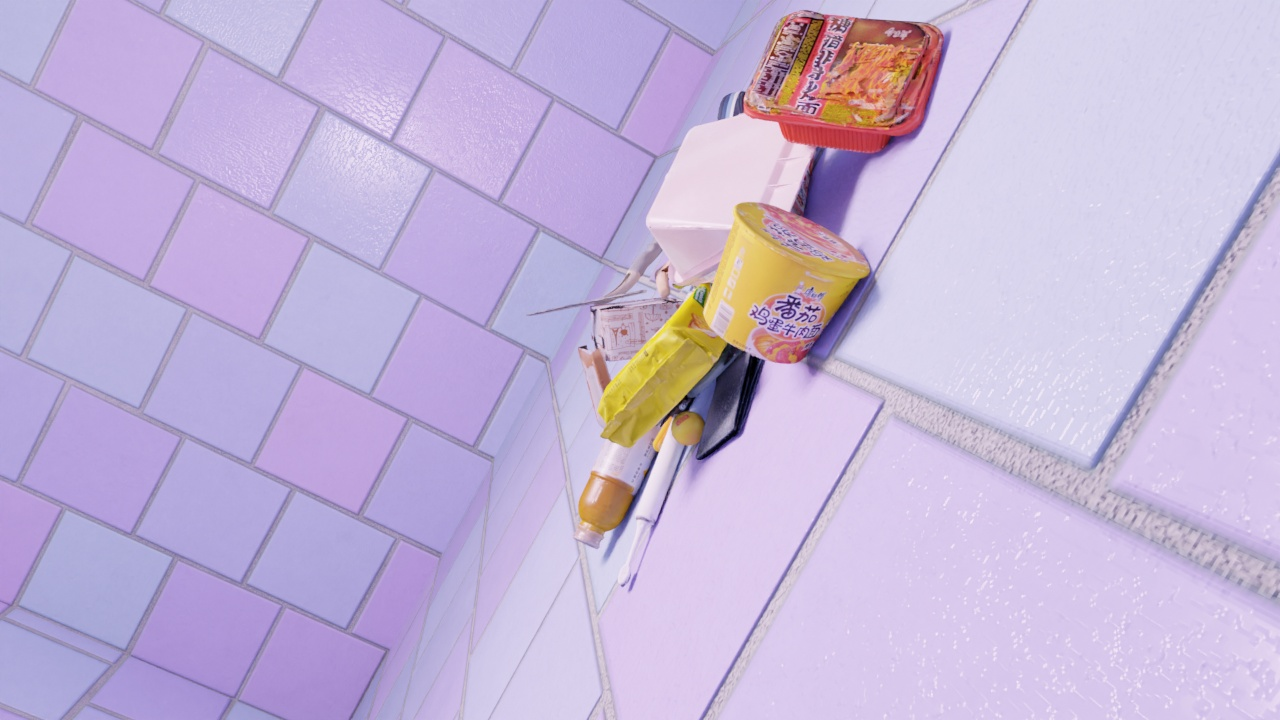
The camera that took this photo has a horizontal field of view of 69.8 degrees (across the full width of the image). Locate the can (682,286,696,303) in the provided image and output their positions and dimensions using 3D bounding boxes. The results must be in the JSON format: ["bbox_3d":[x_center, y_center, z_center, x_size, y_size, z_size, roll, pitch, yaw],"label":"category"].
[{"bbox_3d":[0.061,-0.026,1.261,0.147,0.058,0.058,-60,10,7],"label":"can"}]

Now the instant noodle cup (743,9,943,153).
[{"bbox_3d":[0.220,-0.294,0.984,0.079,0.189,0.164,67,-139,-55],"label":"instant noodle cup"}]

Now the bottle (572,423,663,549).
[{"bbox_3d":[-0.033,0.156,1.214,0.189,0.068,0.068,-64,11,-13],"label":"bottle"}]

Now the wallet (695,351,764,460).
[{"bbox_3d":[0.098,0.046,1.016,0.097,0.019,0.120,-49,17,57],"label":"wallet"}]

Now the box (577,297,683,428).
[{"bbox_3d":[-0.009,0.010,1.383,0.183,0.157,0.193,-145,47,-80],"label":"box"}]

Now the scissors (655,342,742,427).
[{"bbox_3d":[0.082,0.010,1.076,0.169,0.019,0.179,-48,3,-39],"label":"scissors"}]

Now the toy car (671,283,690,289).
[{"bbox_3d":[0.094,-0.155,1.510,0.105,0.032,0.048,-41,20,32],"label":"toy car"}]

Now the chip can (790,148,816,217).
[{"bbox_3d":[0.187,-0.244,1.183,0.071,0.071,0.214,-50,16,47],"label":"chip can"}]

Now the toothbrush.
[{"bbox_3d":[0.016,0.163,1.084,0.026,0.027,0.220,64,-138,-53],"label":"toothbrush"}]

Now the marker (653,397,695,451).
[{"bbox_3d":[0.052,0.064,1.183,0.124,0.018,0.015,-60,10,8],"label":"marker"}]

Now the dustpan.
[{"bbox_3d":[0.127,-0.194,1.123,0.274,0.139,0.222,6,59,41],"label":"dustpan"}]

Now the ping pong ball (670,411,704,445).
[{"bbox_3d":[0.055,0.079,1.066,0.040,0.040,0.040,-58,11,18],"label":"ping pong ball"}]

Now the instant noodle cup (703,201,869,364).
[{"bbox_3d":[0.130,-0.070,0.868,0.137,0.138,0.110,-83,14,-63],"label":"instant noodle cup"}]

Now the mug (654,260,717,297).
[{"bbox_3d":[0.074,-0.151,1.413,0.125,0.084,0.103,-38,17,11],"label":"mug"}]

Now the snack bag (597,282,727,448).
[{"bbox_3d":[0.039,-0.006,1.077,0.158,0.068,0.245,-47,2,25],"label":"snack bag"}]

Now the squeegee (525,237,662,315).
[{"bbox_3d":[-0.018,-0.135,1.422,0.247,0.039,0.245,-8,28,43],"label":"squeegee"}]

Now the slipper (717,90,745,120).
[{"bbox_3d":[0.166,-0.312,1.422,0.095,0.105,0.252,-8,58,25],"label":"slipper"}]
